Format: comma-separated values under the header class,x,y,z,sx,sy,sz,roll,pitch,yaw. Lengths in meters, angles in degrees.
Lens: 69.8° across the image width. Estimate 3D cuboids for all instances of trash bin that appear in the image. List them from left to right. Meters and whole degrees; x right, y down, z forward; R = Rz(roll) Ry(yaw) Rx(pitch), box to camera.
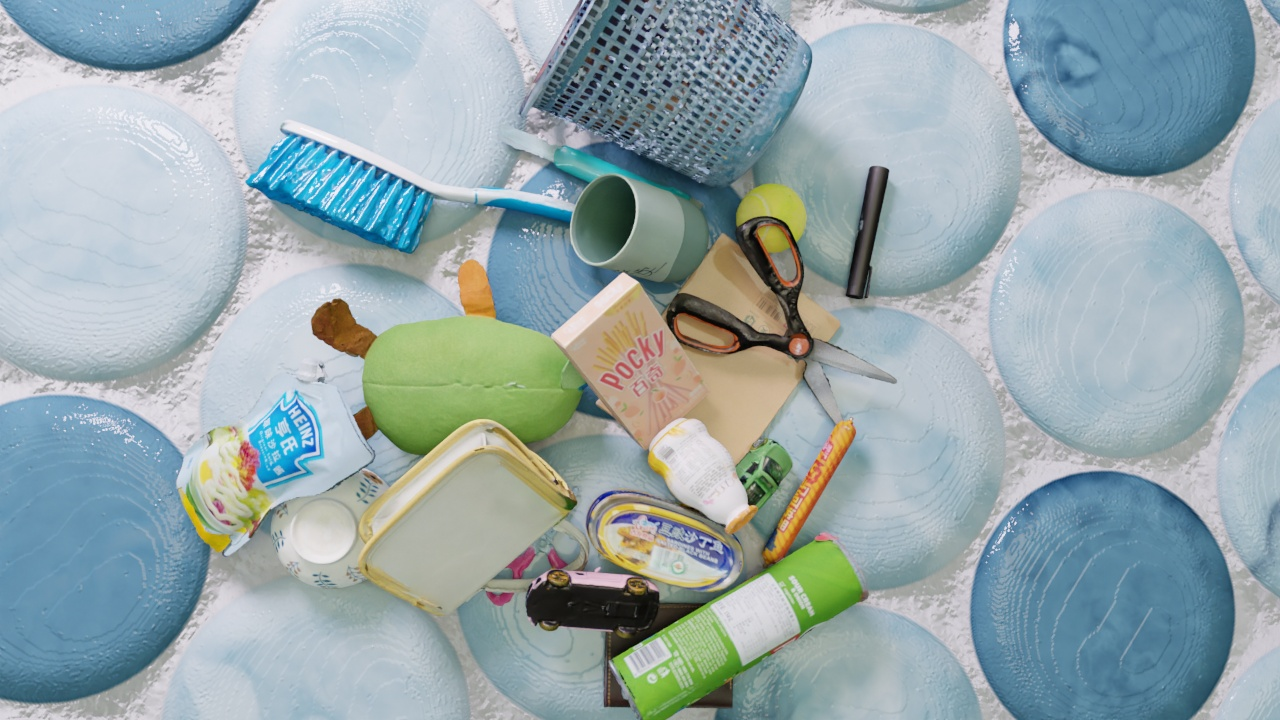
class,x,y,z,sx,sy,sz,roll,pitch,yaw
trash bin,0.031,-0.262,0.807,0.195,0.227,0.226,30,84,-15

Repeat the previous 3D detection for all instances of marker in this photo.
class,x,y,z,sx,sy,sz,roll,pitch,yaw
marker,0.223,-0.125,0.897,0.022,0.020,0.132,11,86,6

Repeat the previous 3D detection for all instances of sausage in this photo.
class,x,y,z,sx,sy,sz,roll,pitch,yaw
sausage,0.160,0.125,0.868,0.021,0.021,0.165,30,90,-3

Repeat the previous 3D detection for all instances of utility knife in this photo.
class,x,y,z,sx,sy,sz,roll,pitch,yaw
utility knife,-0.039,-0.181,0.881,0.209,0.013,0.029,22,87,-6

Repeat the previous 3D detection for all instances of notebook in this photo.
class,x,y,z,sx,sy,sz,roll,pitch,yaw
notebook,0.077,0.002,0.882,0.148,0.008,0.207,36,84,-2

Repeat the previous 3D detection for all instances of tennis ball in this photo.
class,x,y,z,sx,sy,sz,roll,pitch,yaw
tennis ball,0.124,-0.134,0.866,0.065,0.065,0.065,0,86,-5

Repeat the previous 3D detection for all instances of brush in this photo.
class,x,y,z,sx,sy,sz,roll,pitch,yaw
brush,-0.194,-0.145,0.849,0.314,0.060,0.109,23,81,-6

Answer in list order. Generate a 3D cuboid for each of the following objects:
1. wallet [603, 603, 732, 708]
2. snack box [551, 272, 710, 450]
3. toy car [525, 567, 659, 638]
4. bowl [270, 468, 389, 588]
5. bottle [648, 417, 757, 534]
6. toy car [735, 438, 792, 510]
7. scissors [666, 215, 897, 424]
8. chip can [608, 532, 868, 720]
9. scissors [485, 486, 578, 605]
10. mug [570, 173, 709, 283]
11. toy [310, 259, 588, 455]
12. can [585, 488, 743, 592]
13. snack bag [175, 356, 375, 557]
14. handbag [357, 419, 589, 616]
class,x,y,z,sx,sy,sz,roll,pitch,yaw
wallet,0.027,0.275,0.856,0.122,0.020,0.096,2,85,-7
snack box,-0.005,0.005,0.810,0.084,0.026,0.157,-42,132,-7
toy car,-0.042,0.214,0.822,0.122,0.037,0.056,9,107,-14
bowl,-0.275,0.149,0.816,0.113,0.062,0.113,0,85,-4
bottle,0.057,0.105,0.825,0.063,0.063,0.108,-39,68,-6
toy car,0.106,0.115,0.861,0.043,0.036,0.091,44,80,-16
scissors,0.134,-0.033,0.852,0.221,0.021,0.222,4,108,3
chip can,0.088,0.241,0.824,0.235,0.072,0.072,-27,89,-12
scissors,-0.098,0.177,0.854,0.128,0.017,0.133,-23,84,-3
mug,-0.007,-0.114,0.837,0.106,0.112,0.082,8,77,-47
toy,-0.164,0.023,0.820,0.246,0.090,0.227,2,95,-9
can,0.021,0.166,0.846,0.148,0.049,0.074,20,84,-3
snack bag,-0.318,0.083,0.788,0.191,0.038,0.110,-34,70,20
handbag,-0.134,0.152,0.801,0.163,0.063,0.178,-41,121,8
